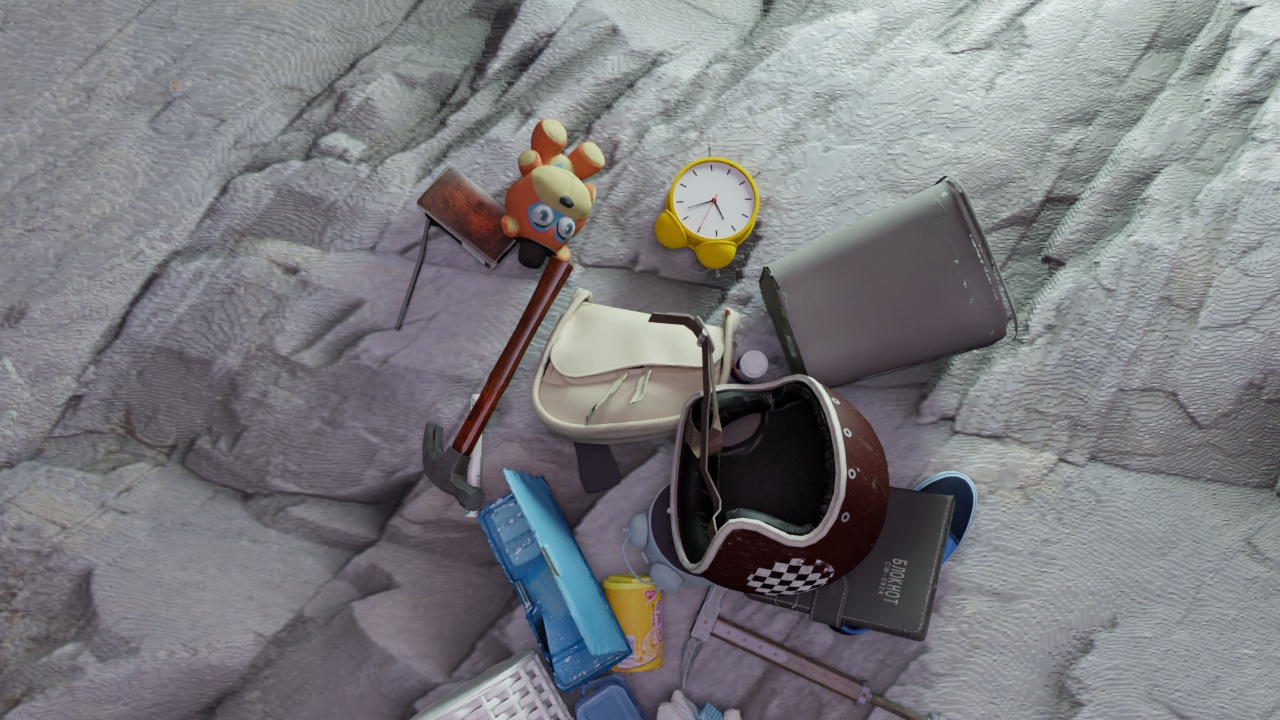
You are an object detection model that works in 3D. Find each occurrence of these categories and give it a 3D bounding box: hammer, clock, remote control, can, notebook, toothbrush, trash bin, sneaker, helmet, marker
[{"bbox_3d":[-0.161,0.016,1.064,0.111,0.028,0.300,29,91,34],"label":"hammer"},{"bbox_3d":[0.082,-0.179,1.123,0.113,0.052,0.151,27,79,3],"label":"clock"},{"bbox_3d":[-0.061,0.096,1.103,0.046,0.009,0.124,-16,80,-2],"label":"remote control"},{"bbox_3d":[-0.008,0.300,1.049,0.067,0.068,0.105,-2,83,-1],"label":"can"},{"bbox_3d":[0.227,0.210,1.017,0.209,0.029,0.169,4,63,36],"label":"notebook"},{"bbox_3d":[0.127,0.009,1.075,0.032,0.095,0.032,0,84,-2],"label":"can"},{"bbox_3d":[0.206,0.367,1.063,0.317,0.028,0.147,24,82,3],"label":"hammer"},{"bbox_3d":[0.053,0.201,1.048,0.159,0.045,0.122,-22,69,-25],"label":"clock"},{"bbox_3d":[-0.274,-0.116,1.127,0.013,0.013,0.167,17,83,1],"label":"toothbrush"},{"bbox_3d":[0.267,-0.069,1.047,0.220,0.197,0.197,-20,84,2],"label":"trash bin"},{"bbox_3d":[0.308,0.225,1.048,0.241,0.098,0.083,-44,87,-6],"label":"sneaker"},{"bbox_3d":[0.126,0.118,0.951,0.253,0.234,0.233,4,42,-12],"label":"helmet"},{"bbox_3d":[-0.198,0.113,1.096,0.017,0.017,0.145,1,83,-1],"label":"marker"}]

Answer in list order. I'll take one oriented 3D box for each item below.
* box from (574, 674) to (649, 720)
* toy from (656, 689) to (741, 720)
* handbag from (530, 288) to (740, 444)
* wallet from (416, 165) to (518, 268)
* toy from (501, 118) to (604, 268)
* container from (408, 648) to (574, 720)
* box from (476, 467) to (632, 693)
[{"bbox_3d":[-0.001,0.445,1.024,0.069,0.064,0.210,-31,97,-10],"label":"box"},{"bbox_3d":[0.112,0.433,1.016,0.205,0.106,0.131,33,80,2],"label":"toy"},{"bbox_3d":[-0.006,0.006,1.051,0.229,0.132,0.184,9,78,0],"label":"handbag"},{"bbox_3d":[-0.206,-0.177,1.125,0.123,0.019,0.072,39,75,-1],"label":"wallet"},{"bbox_3d":[-0.109,-0.194,1.101,0.112,0.096,0.176,23,85,-35],"label":"toy"},{"bbox_3d":[-0.147,0.436,0.968,0.189,0.189,0.186,-30,83,-5],"label":"container"},{"bbox_3d":[-0.107,0.235,1.003,0.094,0.110,0.231,-30,66,0],"label":"box"}]
